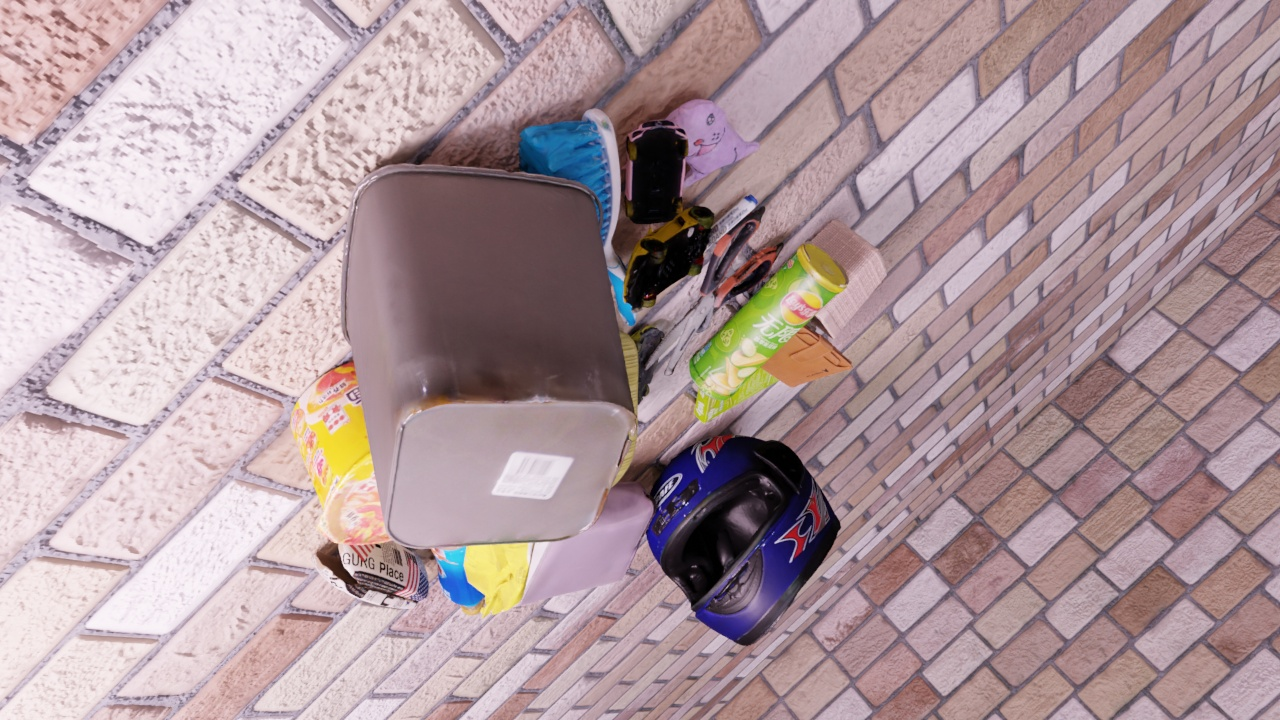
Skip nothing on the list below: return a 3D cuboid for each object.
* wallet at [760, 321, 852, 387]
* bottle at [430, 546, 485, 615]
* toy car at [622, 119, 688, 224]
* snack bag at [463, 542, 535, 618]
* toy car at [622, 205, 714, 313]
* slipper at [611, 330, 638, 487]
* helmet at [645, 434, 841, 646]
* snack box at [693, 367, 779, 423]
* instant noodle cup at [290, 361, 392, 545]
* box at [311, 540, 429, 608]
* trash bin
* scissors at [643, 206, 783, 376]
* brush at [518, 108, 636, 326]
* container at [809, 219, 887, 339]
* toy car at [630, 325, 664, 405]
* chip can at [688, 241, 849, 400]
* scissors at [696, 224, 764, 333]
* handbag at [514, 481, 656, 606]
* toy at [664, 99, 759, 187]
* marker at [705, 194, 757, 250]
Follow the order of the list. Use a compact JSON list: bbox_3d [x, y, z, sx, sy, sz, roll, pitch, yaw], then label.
[{"bbox_3d":[0.195,-0.011,1.184,0.108,0.031,0.131,-20,142,39],"label":"wallet"},{"bbox_3d":[-0.210,0.246,1.090,0.065,0.065,0.219,-28,148,-24],"label":"bottle"},{"bbox_3d":[0.013,-0.169,0.822,0.056,0.037,0.123,-6,147,-7],"label":"toy car"},{"bbox_3d":[-0.121,0.104,0.878,0.068,0.245,0.158,9,138,-5],"label":"snack bag"},{"bbox_3d":[0.025,-0.103,0.897,0.155,0.041,0.071,-40,151,-44],"label":"toy car"},{"bbox_3d":[-0.053,0.054,1.015,0.091,0.082,0.191,-5,108,-44],"label":"slipper"},{"bbox_3d":[0.123,0.228,1.271,0.248,0.240,0.314,-54,170,18],"label":"helmet"},{"bbox_3d":[0.144,0.021,1.259,0.156,0.026,0.086,-28,148,-24],"label":"snack box"},{"bbox_3d":[-0.228,0.073,0.790,0.137,0.110,0.138,-31,150,-21],"label":"instant noodle cup"},{"bbox_3d":[-0.273,0.220,0.981,0.081,0.075,0.163,-49,149,-8],"label":"box"},{"bbox_3d":[-0.110,0.001,0.670,0.198,0.219,0.200,0,134,-22],"label":"trash bin"},{"bbox_3d":[0.086,-0.077,1.037,0.221,0.015,0.190,-30,144,-27],"label":"scissors"},{"bbox_3d":[-0.045,-0.104,0.840,0.109,0.060,0.315,-34,153,-22],"label":"brush"},{"bbox_3d":[0.240,-0.103,1.147,0.111,0.090,0.090,-47,151,4],"label":"container"},{"bbox_3d":[-0.006,0.006,1.052,0.048,0.032,0.105,-7,124,-47],"label":"toy car"},{"bbox_3d":[0.146,-0.041,1.096,0.072,0.072,0.222,-1,141,-50],"label":"chip can"},{"bbox_3d":[0.101,-0.102,1.056,0.159,0.014,0.181,-5,133,-47],"label":"scissors"},{"bbox_3d":[-0.085,0.225,1.180,0.196,0.098,0.145,1,131,-50],"label":"handbag"},{"bbox_3d":[0.055,-0.201,0.840,0.084,0.039,0.108,-27,157,18],"label":"toy"},{"bbox_3d":[0.066,-0.123,0.974,0.146,0.017,0.017,-41,151,3],"label":"marker"}]
